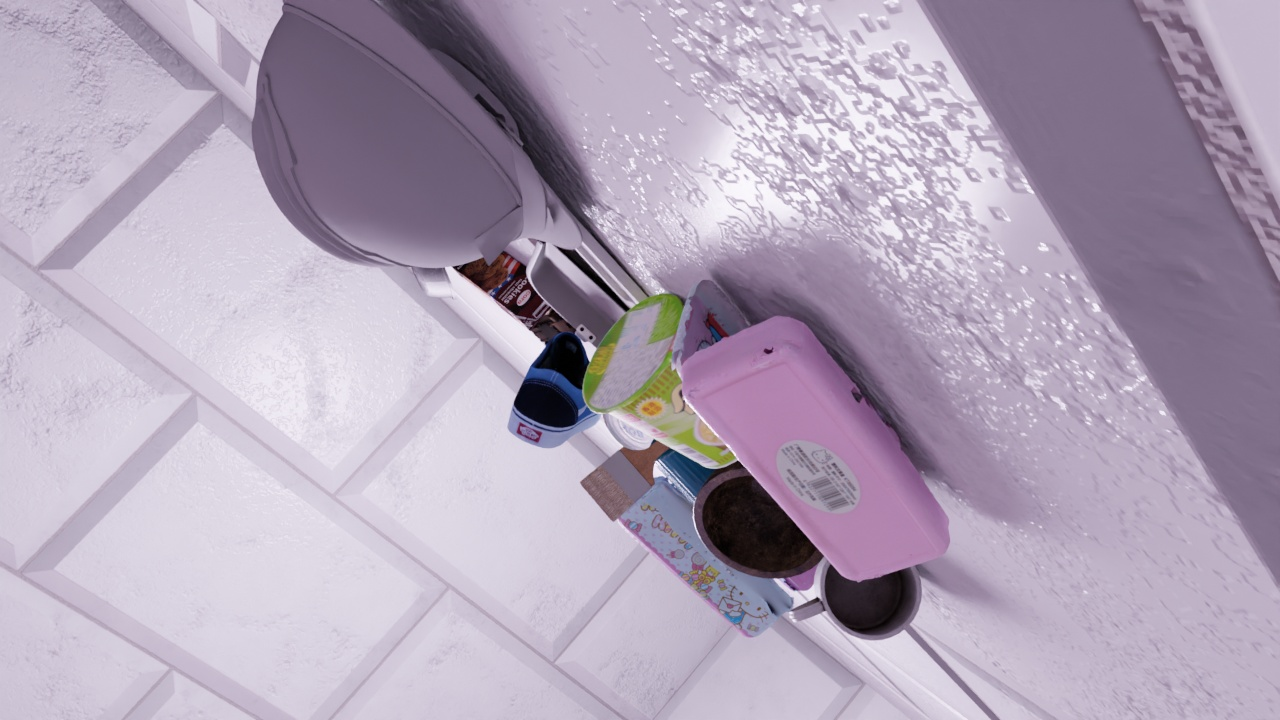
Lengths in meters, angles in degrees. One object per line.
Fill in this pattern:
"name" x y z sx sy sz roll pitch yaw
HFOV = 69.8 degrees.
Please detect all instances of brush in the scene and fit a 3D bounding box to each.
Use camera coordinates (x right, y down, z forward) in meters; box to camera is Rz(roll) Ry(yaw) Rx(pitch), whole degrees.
"brush" 0.016 0.077 0.797 0.045 0.143 0.008 49 172 10

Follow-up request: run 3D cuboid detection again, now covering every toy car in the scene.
"toy car" -0.093 -0.045 1.059 0.048 0.040 0.113 45 153 -21

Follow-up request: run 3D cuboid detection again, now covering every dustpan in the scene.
"dustpan" -0.041 -0.035 0.858 0.163 0.033 0.258 43 176 -5

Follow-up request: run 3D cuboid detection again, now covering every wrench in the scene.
"wrench" -0.057 -0.106 0.645 0.273 0.018 0.087 46 170 -33

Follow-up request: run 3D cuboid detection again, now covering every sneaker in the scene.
"sneaker" -0.070 0.017 0.970 0.083 0.098 0.241 25 -168 2

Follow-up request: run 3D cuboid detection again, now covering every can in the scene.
"can" 0.005 0.060 0.983 0.086 0.043 0.086 23 138 22

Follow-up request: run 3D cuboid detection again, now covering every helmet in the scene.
"helmet" -0.158 -0.114 0.569 0.183 0.117 0.271 33 170 40

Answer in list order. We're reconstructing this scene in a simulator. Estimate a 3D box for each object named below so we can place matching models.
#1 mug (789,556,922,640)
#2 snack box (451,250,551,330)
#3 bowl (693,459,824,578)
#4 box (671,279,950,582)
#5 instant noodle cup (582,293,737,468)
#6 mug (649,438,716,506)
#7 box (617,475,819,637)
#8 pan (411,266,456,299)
"mug" 0.181 0.202 0.799 0.070 0.113 0.084 70 -179 -78
"snack box" -0.157 -0.092 1.054 0.141 0.051 0.032 36 170 38
"bowl" 0.113 0.130 0.821 0.121 0.121 0.056 43 -146 -8
"box" 0.102 0.035 0.541 0.202 0.087 0.102 47 -151 -31
"instant noodle cup" 0.030 0.022 0.658 0.108 0.099 0.099 38 175 -29
"mug" 0.080 0.098 0.884 0.107 0.083 0.114 47 143 -14
"box" 0.094 0.183 0.971 0.214 0.150 0.049 43 175 -12
"pan" -0.237 -0.143 1.002 0.187 0.055 0.357 69 168 -15
